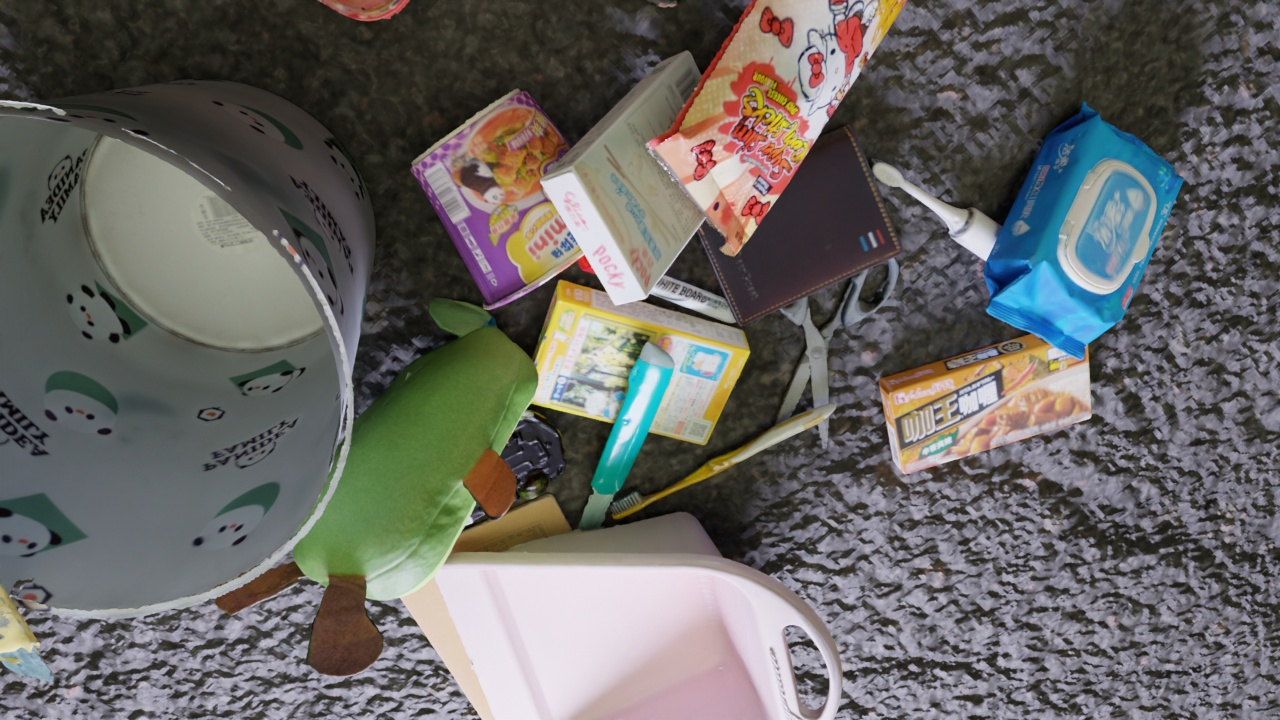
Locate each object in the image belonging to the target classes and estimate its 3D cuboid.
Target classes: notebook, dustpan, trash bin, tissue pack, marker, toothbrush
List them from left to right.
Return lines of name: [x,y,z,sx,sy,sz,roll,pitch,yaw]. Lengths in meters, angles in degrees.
trash bin: [-0.249,-0.036,0.481,0.229,0.251,0.230,-3,114,-6]
notebook: [-0.096,0.216,0.748,0.148,0.008,0.208,-23,115,3]
dustpan: [-0.002,0.230,0.687,0.273,0.138,0.223,-20,115,-5]
marker: [0.018,-0.048,0.605,0.145,0.017,0.017,17,113,-42]
toothbrush: [0.060,0.074,0.696,0.191,0.016,0.018,-28,109,9]
toothbrush: [0.248,-0.082,0.646,0.221,0.026,0.027,28,116,-18]
tissue pack: [0.298,-0.085,0.618,0.095,0.052,0.157,27,88,-18]

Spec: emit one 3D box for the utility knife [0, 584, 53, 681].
utility knife: [-0.292,0.073,0.382,0.031,0.018,0.165,-11,121,7]

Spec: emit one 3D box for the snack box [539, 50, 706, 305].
snack box: [0.008,-0.112,0.541,0.027,0.156,0.085,-9,123,39]

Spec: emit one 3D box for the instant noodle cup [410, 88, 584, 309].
instant noodle cup: [-0.077,-0.102,0.558,0.112,0.111,0.099,-32,104,7]

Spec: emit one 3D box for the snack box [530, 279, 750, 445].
snack box: [-0.004,0.004,0.645,0.140,0.033,0.087,13,120,-14]

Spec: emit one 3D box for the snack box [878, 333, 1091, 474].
snack box: [0.263,0.029,0.699,0.154,0.026,0.075,-17,115,1]

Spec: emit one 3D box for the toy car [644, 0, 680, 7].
toy car: [0.031,-0.266,0.532,0.056,0.037,0.123,32,119,-16]

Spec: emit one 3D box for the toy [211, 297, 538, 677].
toy: [-0.146,0.072,0.574,0.246,0.227,0.090,-55,128,-23]

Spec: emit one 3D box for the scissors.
scissors: [0.130,-0.013,0.671,0.175,0.014,0.159,-40,113,13]

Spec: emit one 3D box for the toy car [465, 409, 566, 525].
toy car: [-0.125,0.084,0.666,0.156,0.041,0.071,-27,115,7]

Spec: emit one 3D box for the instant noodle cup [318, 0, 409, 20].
instant noodle cup: [-0.163,-0.291,0.471,0.164,0.079,0.189,28,107,-18]

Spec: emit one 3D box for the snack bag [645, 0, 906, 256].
snack bag: [0.086,-0.171,0.526,0.207,0.073,0.128,-59,151,-5]

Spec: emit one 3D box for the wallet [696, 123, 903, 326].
wallet: [0.102,-0.090,0.618,0.122,0.020,0.096,-24,98,5]

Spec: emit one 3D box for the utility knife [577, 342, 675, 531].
utility knife: [-0.015,0.063,0.658,0.029,0.013,0.206,12,130,-12]
